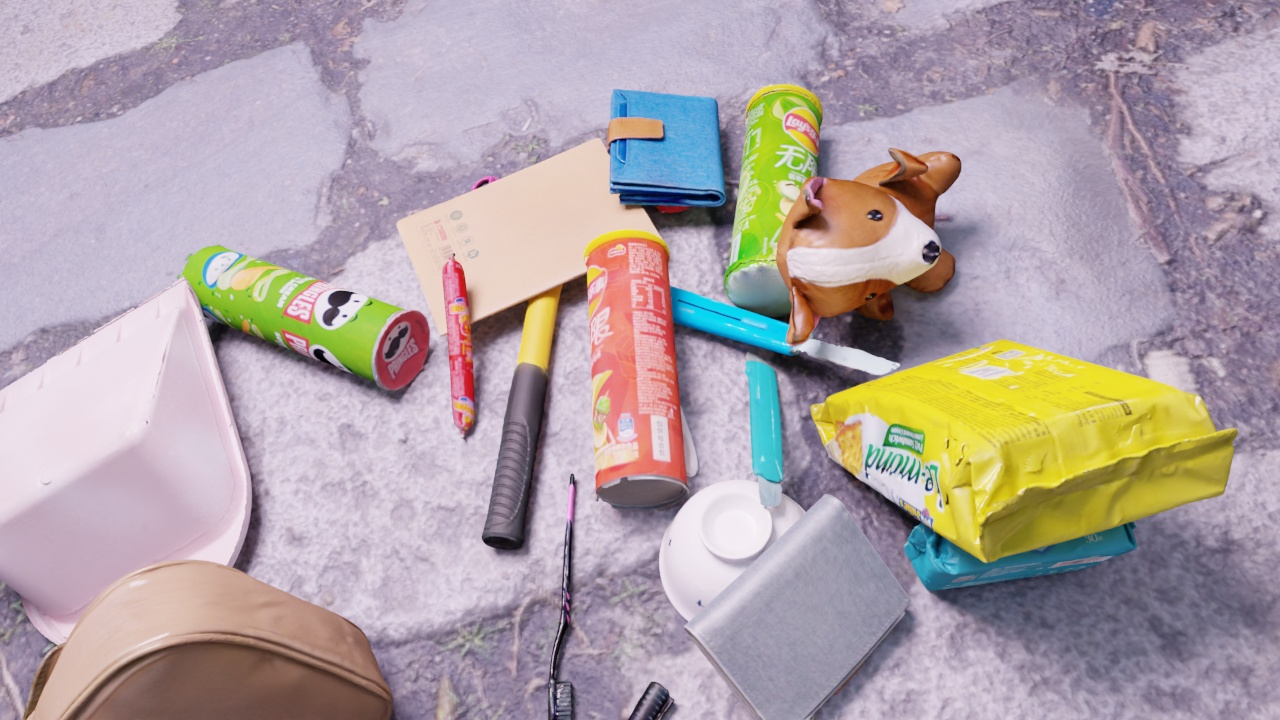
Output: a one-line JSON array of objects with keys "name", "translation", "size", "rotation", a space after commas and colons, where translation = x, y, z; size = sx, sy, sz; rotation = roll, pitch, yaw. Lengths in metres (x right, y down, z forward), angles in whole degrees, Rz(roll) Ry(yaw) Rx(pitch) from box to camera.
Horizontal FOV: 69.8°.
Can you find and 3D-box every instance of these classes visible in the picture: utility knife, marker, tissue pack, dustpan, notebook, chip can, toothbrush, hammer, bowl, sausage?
[{"name": "utility knife", "translation": [0.101, -0.022, 0.728], "size": [0.219, 0.018, 0.034], "rotation": [20, 51, 35]}, {"name": "marker", "translation": [-0.019, 0.267, 0.588], "size": [0.022, 0.018, 0.130], "rotation": [28, 65, 15]}, {"name": "tissue pack", "translation": [0.239, 0.114, 0.593], "size": [0.133, 0.093, 0.050], "rotation": [-10, 69, 5]}, {"name": "dustpan", "translation": [-0.429, 0.094, 0.754], "size": [0.222, 0.139, 0.273], "rotation": [-30, 38, 2]}, {"name": "notebook", "translation": [-0.104, -0.115, 0.821], "size": [0.207, 0.008, 0.147], "rotation": [-24, 57, -7]}, {"name": "chip can", "translation": [0.118, -0.141, 0.797], "size": [0.073, 0.073, 0.220], "rotation": [3, 58, 12]}, {"name": "utility knife", "translation": [0.091, 0.048, 0.680], "size": [0.029, 0.013, 0.175], "rotation": [20, 34, -8]}, {"name": "chip can", "translation": [-0.301, -0.041, 0.812], "size": [0.236, 0.072, 0.072], "rotation": [18, 62, 22]}, {"name": "toothbrush", "translation": [-0.052, 0.167, 0.663], "size": [0.018, 0.014, 0.188], "rotation": [2, 56, 0]}, {"name": "hammer", "translation": [-0.091, 0.010, 0.761], "size": [0.129, 0.033, 0.300], "rotation": [-1, 57, 10]}, {"name": "toothbrush", "translation": [0.021, 0.016, 0.749], "size": [0.016, 0.016, 0.180], "rotation": [-24, 57, 14]}, {"name": "bowl", "translation": [0.067, 0.126, 0.636], "size": [0.118, 0.065, 0.118], "rotation": [-5, 57, 7]}, {"name": "sausage", "translation": [-0.150, -0.013, 0.759], "size": [0.020, 0.020, 0.155], "rotation": [-6, 85, 7]}, {"name": "chip can", "translation": [-0.004, 0.004, 0.713], "size": [0.073, 0.073, 0.216], "rotation": [-8, 62, 5]}]

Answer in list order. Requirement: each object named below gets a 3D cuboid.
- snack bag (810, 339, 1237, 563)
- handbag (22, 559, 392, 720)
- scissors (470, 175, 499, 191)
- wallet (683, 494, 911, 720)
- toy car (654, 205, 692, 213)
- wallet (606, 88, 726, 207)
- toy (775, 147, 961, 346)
[{"name": "snack bag", "translation": [0.223, 0.042, 0.582], "size": [0.158, 0.068, 0.246], "rotation": [-14, 12, -8]}, {"name": "handbag", "translation": [-0.261, 0.203, 0.568], "size": [0.148, 0.204, 0.100], "rotation": [-41, 47, -1]}, {"name": "scissors", "translation": [-0.138, -0.137, 0.868], "size": [0.134, 0.017, 0.133], "rotation": [-12, 46, 14]}, {"name": "wallet", "translation": [0.105, 0.168, 0.595], "size": [0.129, 0.037, 0.106], "rotation": [-39, 101, -16]}, {"name": "toy car", "translation": [0.018, -0.180, 0.865], "size": [0.049, 0.031, 0.106], "rotation": [-21, 59, -17]}, {"name": "wallet", "translation": [0.022, -0.196, 0.835], "size": [0.106, 0.040, 0.132], "rotation": [4, 52, -4]}, {"name": "toy", "translation": [0.177, -0.090, 0.700], "size": [0.199, 0.140, 0.131], "rotation": [-18, 22, -42]}]
